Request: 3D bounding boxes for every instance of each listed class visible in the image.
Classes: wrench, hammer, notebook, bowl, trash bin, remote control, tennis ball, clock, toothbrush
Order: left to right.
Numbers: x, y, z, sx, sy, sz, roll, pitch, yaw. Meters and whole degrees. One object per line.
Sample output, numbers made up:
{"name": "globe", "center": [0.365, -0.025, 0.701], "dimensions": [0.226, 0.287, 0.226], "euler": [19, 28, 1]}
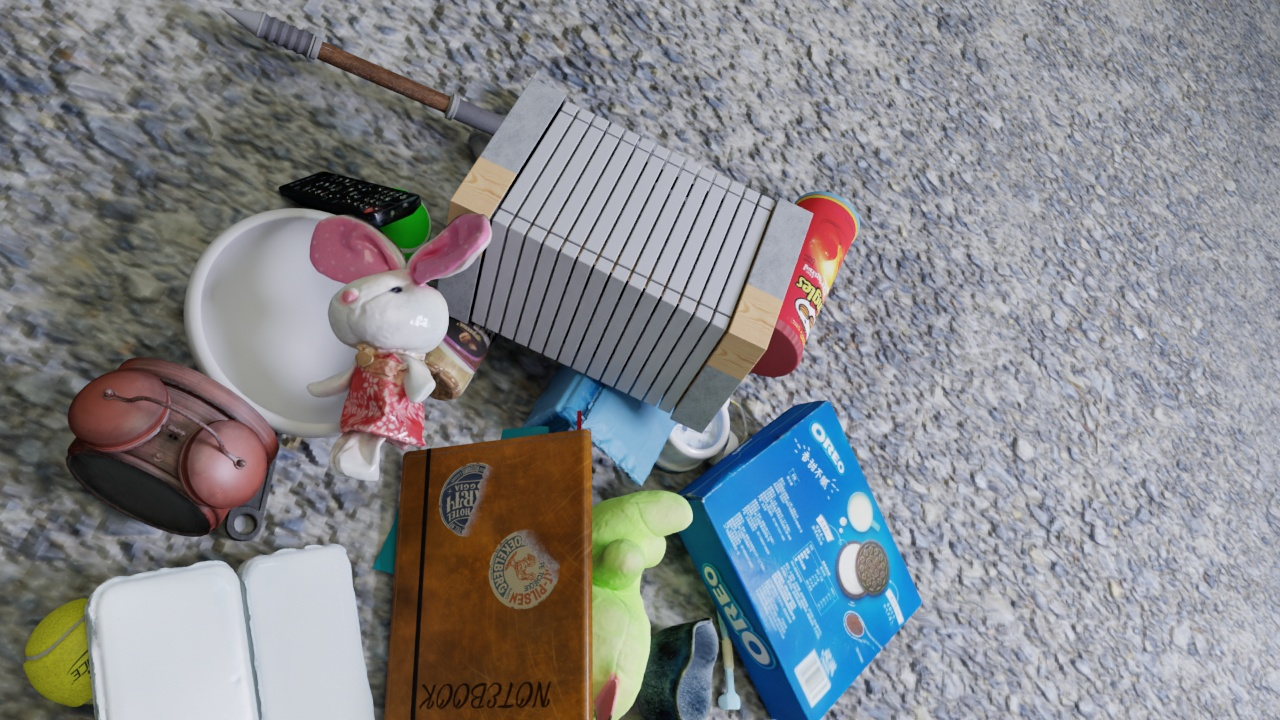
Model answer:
{"name": "tennis ball", "center": [-0.353, 0.185, 0.584], "dimensions": [0.065, 0.066, 0.065], "euler": [12, 65, -27]}
{"name": "clock", "center": [-0.310, 0.057, 0.607], "dimensions": [0.120, 0.158, 0.072], "euler": [33, 52, -16]}
{"name": "wrench", "center": [-0.284, 0.008, 0.728], "dimensions": [0.073, 0.018, 0.272], "euler": [17, 64, -27]}
{"name": "bowl", "center": [-0.257, -0.023, 0.703], "dimensions": [0.176, 0.066, 0.176], "euler": [13, 68, -34]}
{"name": "remote control", "center": [-0.238, -0.130, 0.748], "dimensions": [0.047, 0.150, 0.022], "euler": [-32, 127, -36]}
{"name": "tennis ball", "center": [-0.213, -0.115, 0.789], "dimensions": [0.065, 0.066, 0.065], "euler": [12, 65, -27]}
{"name": "hammer", "center": [-0.206, -0.243, 0.824], "dimensions": [0.322, 0.043, 0.155], "euler": [19, 39, -25]}
{"name": "notebook", "center": [-0.120, 0.167, 0.692], "dimensions": [0.014, 0.179, 0.249], "euler": [45, 40, -62]}
{"name": "trash bin", "center": [-0.017, -0.080, 0.741], "dimensions": [0.247, 0.143, 0.142], "euler": [25, 57, -2]}
{"name": "bowl", "center": [0.027, 0.267, 0.772], "dimensions": [0.055, 0.110, 0.110], "euler": [5, 59, 19]}
{"name": "clock", "center": [0.052, 0.060, 0.887], "dimensions": [0.125, 0.052, 0.088], "euler": [1, 69, -34]}
{"name": "toothbrush", "center": [0.077, 0.241, 0.850], "dimensions": [0.022, 0.016, 0.154], "euler": [5, 67, -19]}

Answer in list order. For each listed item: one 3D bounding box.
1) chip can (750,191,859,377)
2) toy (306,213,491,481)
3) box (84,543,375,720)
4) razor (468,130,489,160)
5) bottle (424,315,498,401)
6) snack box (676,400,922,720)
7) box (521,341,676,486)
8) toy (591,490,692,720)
{"name": "chip can", "center": [0.166, -0.086, 0.991], "dimensions": [0.087, 0.087, 0.212], "euler": [39, 55, -12]}
{"name": "toy", "center": [-0.182, -0.013, 0.649], "dimensions": [0.084, 0.159, 0.194], "euler": [23, 75, -63]}
{"name": "box", "center": [-0.256, 0.233, 0.604], "dimensions": [0.191, 0.045, 0.209], "euler": [4, 72, -52]}
{"name": "razor", "center": [-0.138, -0.168, 0.874], "dimensions": [0.088, 0.048, 0.116], "euler": [-10, 69, -33]}
{"name": "bottle", "center": [-0.146, -0.044, 0.804], "dimensions": [0.059, 0.060, 0.165], "euler": [35, 57, -14]}
{"name": "snack box", "center": [0.152, 0.184, 0.867], "dimensions": [0.195, 0.056, 0.239], "euler": [-31, 99, -36]}
{"name": "box", "center": [-0.003, 0.006, 0.850], "dimensions": [0.111, 0.094, 0.230], "euler": [40, 54, -14]}
{"name": "toy", "center": [-0.032, 0.200, 0.729], "dimensions": [0.107, 0.150, 0.196], "euler": [27, 57, 0]}
